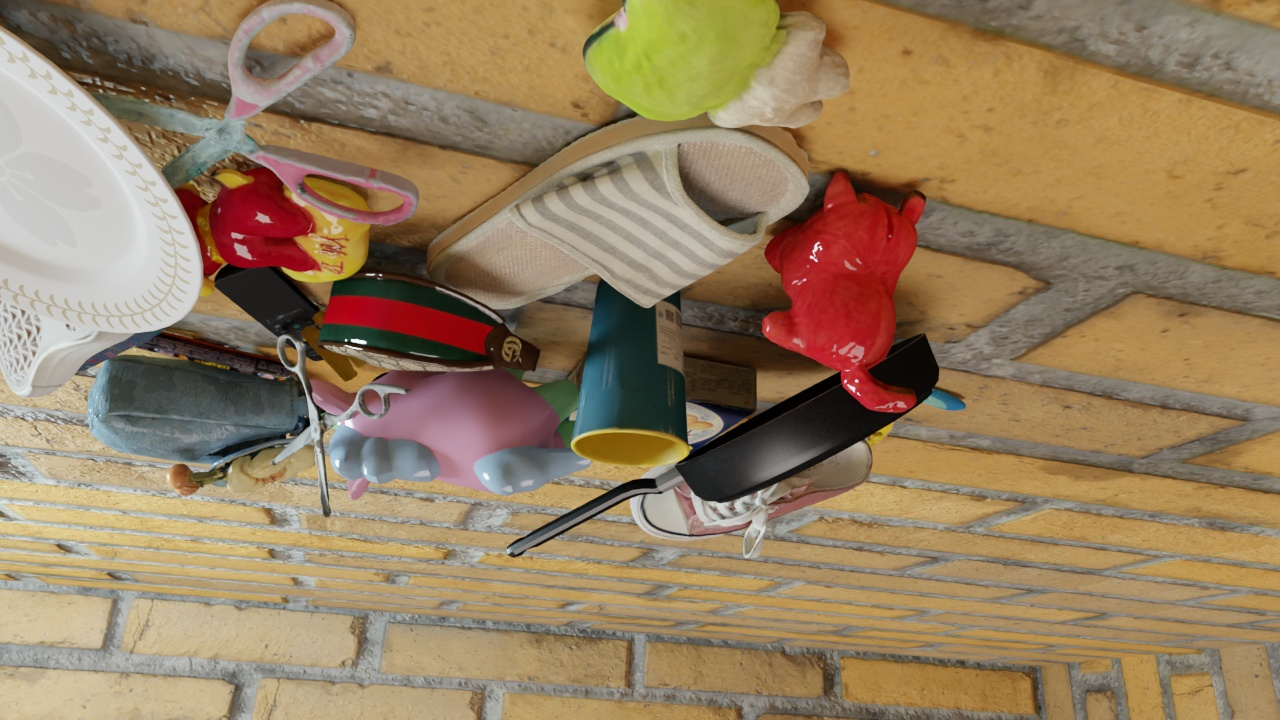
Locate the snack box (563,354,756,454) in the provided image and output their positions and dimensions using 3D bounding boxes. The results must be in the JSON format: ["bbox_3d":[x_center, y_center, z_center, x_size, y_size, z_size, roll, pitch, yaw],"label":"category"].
[{"bbox_3d":[0.007,0.038,0.804,0.144,0.042,0.145,9,156,-17],"label":"snack box"}]

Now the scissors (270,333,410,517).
[{"bbox_3d":[-0.228,0.043,0.675,0.175,0.141,0.014,-16,-176,33],"label":"scissors"}]

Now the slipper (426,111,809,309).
[{"bbox_3d":[-0.028,-0.072,0.543,0.273,0.054,0.114,-13,146,39],"label":"slipper"}]

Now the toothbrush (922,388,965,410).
[{"bbox_3d":[0.229,0.027,0.792,0.135,0.017,0.022,11,155,-25],"label":"toothbrush"}]

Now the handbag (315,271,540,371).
[{"bbox_3d":[-0.145,-0.017,0.637,0.138,0.063,0.167,20,170,-38],"label":"handbag"}]

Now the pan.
[{"bbox_3d":[0.058,0.080,0.687,0.356,0.044,0.204,-29,176,11],"label":"pan"}]

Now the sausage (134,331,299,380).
[{"bbox_3d":[-0.366,-0.006,0.776,0.155,0.020,0.020,17,153,-30],"label":"sausage"}]

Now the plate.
[{"bbox_3d":[-0.345,-0.102,0.483,0.242,0.016,0.243,11,142,8],"label":"plate"}]

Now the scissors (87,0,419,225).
[{"bbox_3d":[-0.188,-0.121,0.452,0.170,0.014,0.169,14,140,-18],"label":"scissors"}]

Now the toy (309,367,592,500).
[{"bbox_3d":[-0.146,0.058,0.716,0.222,0.170,0.120,28,138,44],"label":"toy"}]

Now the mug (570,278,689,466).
[{"bbox_3d":[-0.004,0.004,0.625,0.078,0.121,0.078,3,158,1],"label":"mug"}]

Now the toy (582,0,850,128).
[{"bbox_3d":[0.038,-0.133,0.400,0.117,0.043,0.092,11,154,-25],"label":"toy"}]

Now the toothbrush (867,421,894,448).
[{"bbox_3d":[0.229,0.072,0.894,0.021,0.016,0.135,2,157,5],"label":"toothbrush"}]

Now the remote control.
[{"bbox_3d":[-0.262,-0.036,0.689,0.041,0.020,0.152,-20,156,1],"label":"remote control"}]

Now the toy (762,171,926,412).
[{"bbox_3d":[0.123,-0.037,0.520,0.088,0.132,0.094,2,150,-25],"label":"toy"}]

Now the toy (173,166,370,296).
[{"bbox_3d":[-0.229,-0.078,0.543,0.137,0.067,0.106,-5,150,-3],"label":"toy"}]

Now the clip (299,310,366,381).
[{"bbox_3d":[-0.221,-0.018,0.690,0.054,0.048,0.045,48,164,-4],"label":"clip"}]

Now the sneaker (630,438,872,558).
[{"bbox_3d":[0.108,0.124,0.873,0.241,0.118,0.087,-16,-169,4],"label":"sneaker"}]

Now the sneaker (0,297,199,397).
[{"bbox_3d":[-0.401,-0.034,0.666,0.236,0.087,0.079,-16,-179,39],"label":"sneaker"}]

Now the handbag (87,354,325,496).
[{"bbox_3d":[-0.384,0.063,0.816,0.191,0.118,0.122,11,157,-32],"label":"handbag"}]
